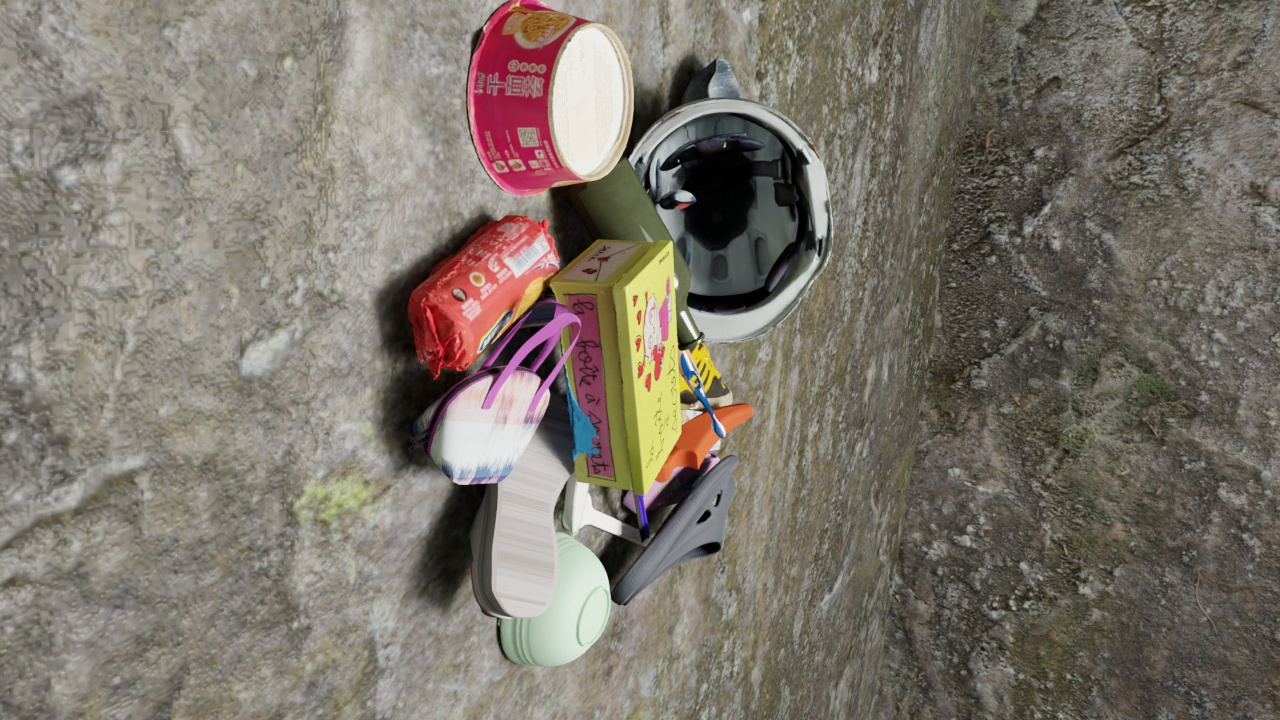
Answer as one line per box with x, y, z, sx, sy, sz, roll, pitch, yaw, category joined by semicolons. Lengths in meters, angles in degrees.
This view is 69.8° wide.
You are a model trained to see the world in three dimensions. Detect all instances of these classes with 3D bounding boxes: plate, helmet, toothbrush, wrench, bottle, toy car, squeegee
-0.063;0.111;0.997;0.157;0.014;0.157;13;85;-88;plate
0.091;-0.164;1.038;0.163;0.237;0.264;-78;163;-68;helmet
0.066;0.031;1.060;0.021;0.017;0.135;-30;101;-18;toothbrush
-0.030;0.212;1.164;0.273;0.009;0.047;41;65;-59;wrench
0.004;-0.104;0.942;0.207;0.072;0.071;59;43;-16;bottle
-0.066;-0.059;0.934;0.153;0.056;0.055;-26;109;-62;toy car
0.059;0.103;1.120;0.184;0.055;0.250;-29;143;-17;squeegee

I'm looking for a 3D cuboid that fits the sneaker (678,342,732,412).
0.052;0.000;1.146;0.238;0.086;0.122;4;101;-59;sneaker

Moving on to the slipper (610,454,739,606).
0.067;0.227;1.189;0.267;0.083;0.111;-45;171;-33;slipper

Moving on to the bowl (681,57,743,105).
0.084;-0.307;1.115;0.110;0.055;0.110;5;84;-64;bowl

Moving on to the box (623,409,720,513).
0.051;0.127;1.246;0.213;0.051;0.149;3;95;-62;box

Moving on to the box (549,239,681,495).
-0.016;0.005;0.883;0.124;0.082;0.221;-49;139;-56;box

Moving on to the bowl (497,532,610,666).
-0.082;0.273;1.018;0.150;0.077;0.151;-34;129;-55;bowl

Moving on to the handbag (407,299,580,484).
-0.113;0.022;0.793;0.170;0.068;0.144;-53;155;13;handbag

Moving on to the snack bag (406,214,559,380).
-0.136;-0.063;0.791;0.175;0.082;0.082;-50;142;-43;snack bag

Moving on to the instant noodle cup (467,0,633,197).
-0.071;-0.236;0.838;0.178;0.078;0.179;-31;127;-54;instant noodle cup

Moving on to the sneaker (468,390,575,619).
-0.124;0.141;0.899;0.099;0.090;0.235;26;53;-29;sneaker

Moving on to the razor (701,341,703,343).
0.089;-0.075;1.214;0.053;0.064;0.140;43;61;-57;razor
